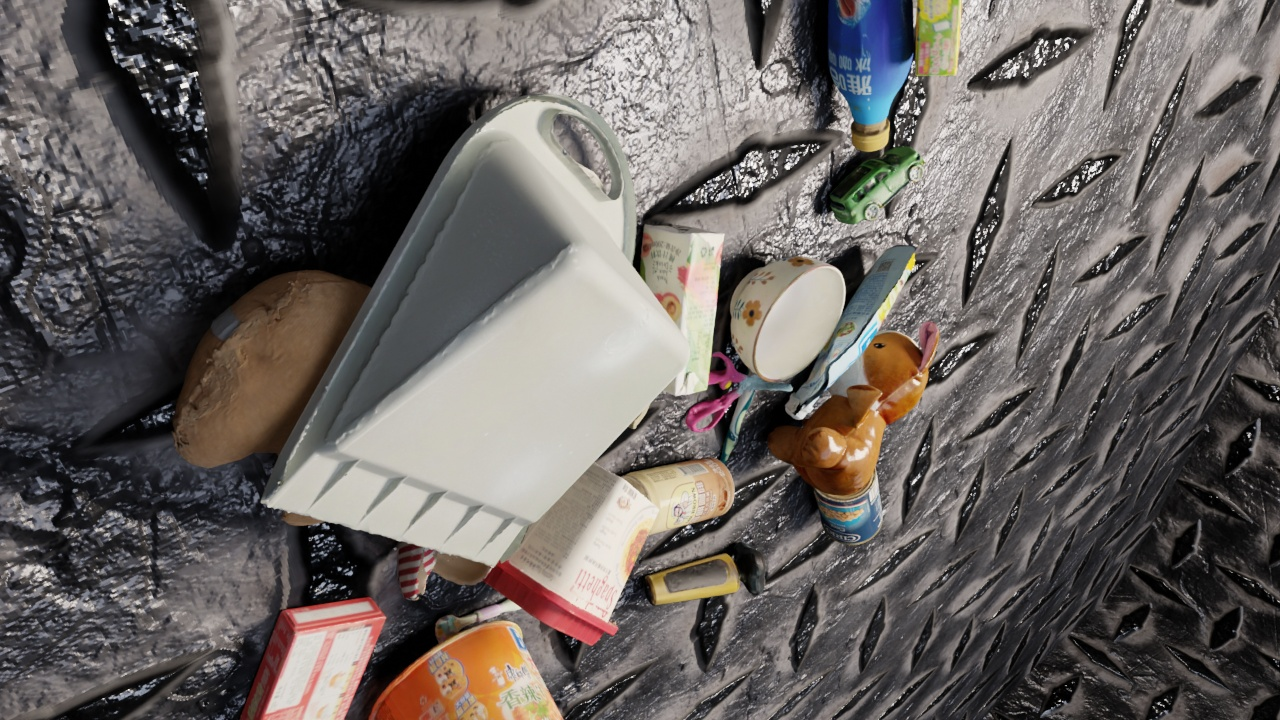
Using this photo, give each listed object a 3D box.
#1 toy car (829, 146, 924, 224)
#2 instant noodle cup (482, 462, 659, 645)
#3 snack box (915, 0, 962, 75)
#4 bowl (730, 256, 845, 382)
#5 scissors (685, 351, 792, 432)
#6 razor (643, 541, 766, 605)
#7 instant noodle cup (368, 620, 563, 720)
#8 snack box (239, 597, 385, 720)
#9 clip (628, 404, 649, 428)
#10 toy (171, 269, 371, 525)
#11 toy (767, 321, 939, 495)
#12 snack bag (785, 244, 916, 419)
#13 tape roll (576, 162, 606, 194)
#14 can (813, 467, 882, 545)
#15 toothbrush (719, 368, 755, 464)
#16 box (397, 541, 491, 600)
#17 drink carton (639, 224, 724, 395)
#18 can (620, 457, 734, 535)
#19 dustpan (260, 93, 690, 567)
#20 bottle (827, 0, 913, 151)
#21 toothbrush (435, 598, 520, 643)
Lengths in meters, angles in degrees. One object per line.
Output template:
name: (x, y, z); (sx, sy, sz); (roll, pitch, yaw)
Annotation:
toy car: (0.210, -0.158, 0.817); (0.091, 0.043, 0.036); (-39, 119, -4)
instant noodle cup: (-0.056, 0.147, 0.746); (0.124, 0.117, 0.116); (-58, 144, -11)
snack box: (0.224, -0.286, 0.679); (0.087, 0.034, 0.140); (73, 29, -47)
bowl: (0.119, -0.044, 0.802); (0.113, 0.062, 0.114); (-28, 138, -29)
scissors: (0.094, 0.029, 0.863); (0.134, 0.017, 0.113); (8, 115, -39)
razor: (0.071, 0.234, 0.991); (0.167, 0.062, 0.068); (-1, 152, -40)
instant noodle cup: (-0.136, 0.312, 0.771); (0.151, 0.111, 0.152); (-30, 147, -23)
snack box: (-0.252, 0.249, 0.688); (0.075, 0.025, 0.153); (5, 117, -49)
clip: (-0.008, 0.005, 0.736); (0.071, 0.035, 0.100); (2, 113, -45)
toy: (-0.173, 0.036, 0.559); (0.143, 0.082, 0.226); (-43, 147, -10)
toy: (0.221, 0.038, 0.947); (0.199, 0.140, 0.130); (-44, 101, -13)
snack bag: (0.198, -0.026, 0.863); (0.190, 0.039, 0.111); (-52, -179, -32)
tape roll: (-0.059, -0.093, 0.617); (0.085, 0.014, 0.086); (-27, 136, -29)
can: (0.246, 0.161, 1.092); (0.075, 0.075, 0.111); (-41, 141, -14)
toothbrush: (0.095, 0.075, 0.911); (0.016, 0.018, 0.192); (-12, 128, -40)
box: (-0.120, 0.097, 0.662); (0.087, 0.076, 0.163); (9, 112, -30)
drink carton: (0.028, -0.039, 0.694); (0.045, 0.054, 0.122); (-10, 110, -44)
can: (0.031, 0.126, 0.853); (0.116, 0.058, 0.059); (-5, 123, -44)
dustpan: (-0.084, -0.024, 0.568); (0.258, 0.142, 0.222); (-41, 148, 6)
bottle: (0.171, -0.254, 0.682); (0.065, 0.065, 0.219); (-37, 141, -18)
toothbrush: (-0.097, 0.215, 0.824); (0.189, 0.020, 0.029); (-11, 105, -41)
